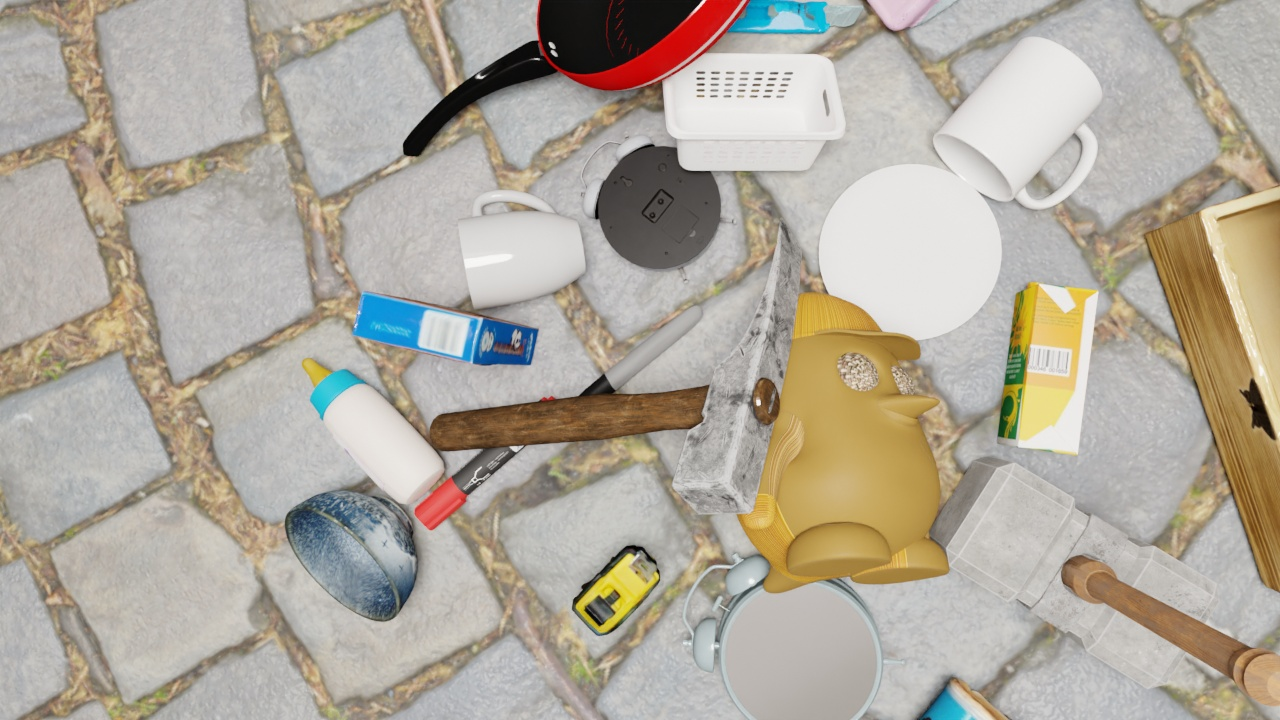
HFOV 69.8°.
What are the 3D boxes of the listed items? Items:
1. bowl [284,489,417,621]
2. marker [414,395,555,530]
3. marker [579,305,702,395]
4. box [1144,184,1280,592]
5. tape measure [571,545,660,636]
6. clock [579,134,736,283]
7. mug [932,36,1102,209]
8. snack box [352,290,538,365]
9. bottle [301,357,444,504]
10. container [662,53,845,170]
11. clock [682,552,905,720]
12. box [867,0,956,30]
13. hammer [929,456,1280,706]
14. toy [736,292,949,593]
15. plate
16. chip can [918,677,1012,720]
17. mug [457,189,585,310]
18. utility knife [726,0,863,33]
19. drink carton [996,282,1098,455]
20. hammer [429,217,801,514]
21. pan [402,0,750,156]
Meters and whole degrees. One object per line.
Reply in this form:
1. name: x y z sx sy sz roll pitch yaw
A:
1. bowl: -0.215 0.143 0.720 0.114 0.060 0.114 20 132 24
2. marker: -0.121 0.081 0.736 0.145 0.021 0.023 -41 76 5
3. marker: -0.004 0.004 0.728 0.139 0.016 0.022 -38 115 4
4. box: 0.521 -0.004 0.561 0.257 0.215 0.279 -17 84 5
5. tape measure: -0.018 0.172 0.694 0.042 0.071 0.072 42 87 3
6. clock: 0.007 -0.124 0.719 0.122 0.035 0.094 39 93 8
7. mug: 0.285 -0.162 0.671 0.110 0.074 0.090 41 94 -19
8. snack box: -0.137 -0.021 0.676 0.087 0.151 0.034 14 91 8
9. bottle: -0.222 0.050 0.736 0.146 0.051 0.051 44 94 7
10. container: 0.080 -0.182 0.684 0.129 0.050 0.080 -1 61 -4
11. clock: 0.108 0.213 0.689 0.159 0.045 0.122 30 91 6
12. box: 0.180 -0.354 0.697 0.095 0.088 0.202 -32 83 -29
13. hammer: 0.283 0.139 0.530 0.163 0.317 0.083 32 92 7
14. toy: 0.137 0.048 0.639 0.163 0.198 0.203 -25 59 42
15. plate: 0.205 -0.082 0.703 0.134 0.011 0.134 0 88 8
16. chip can: 0.185 0.339 0.659 0.080 0.079 0.229 38 94 7
17. mug: -0.094 -0.096 0.722 0.089 0.071 0.107 -10 58 -7
18. utility knife: 0.087 -0.275 0.724 0.173 0.015 0.031 4 93 6
19. drink carton: 0.293 0.004 0.664 0.041 0.058 0.122 7 89 8
20. hammer: -0.029 0.011 0.675 0.301 0.037 0.217 -8 49 35
21. pan: -0.046 -0.255 0.697 0.357 0.067 0.208 -35 51 26
